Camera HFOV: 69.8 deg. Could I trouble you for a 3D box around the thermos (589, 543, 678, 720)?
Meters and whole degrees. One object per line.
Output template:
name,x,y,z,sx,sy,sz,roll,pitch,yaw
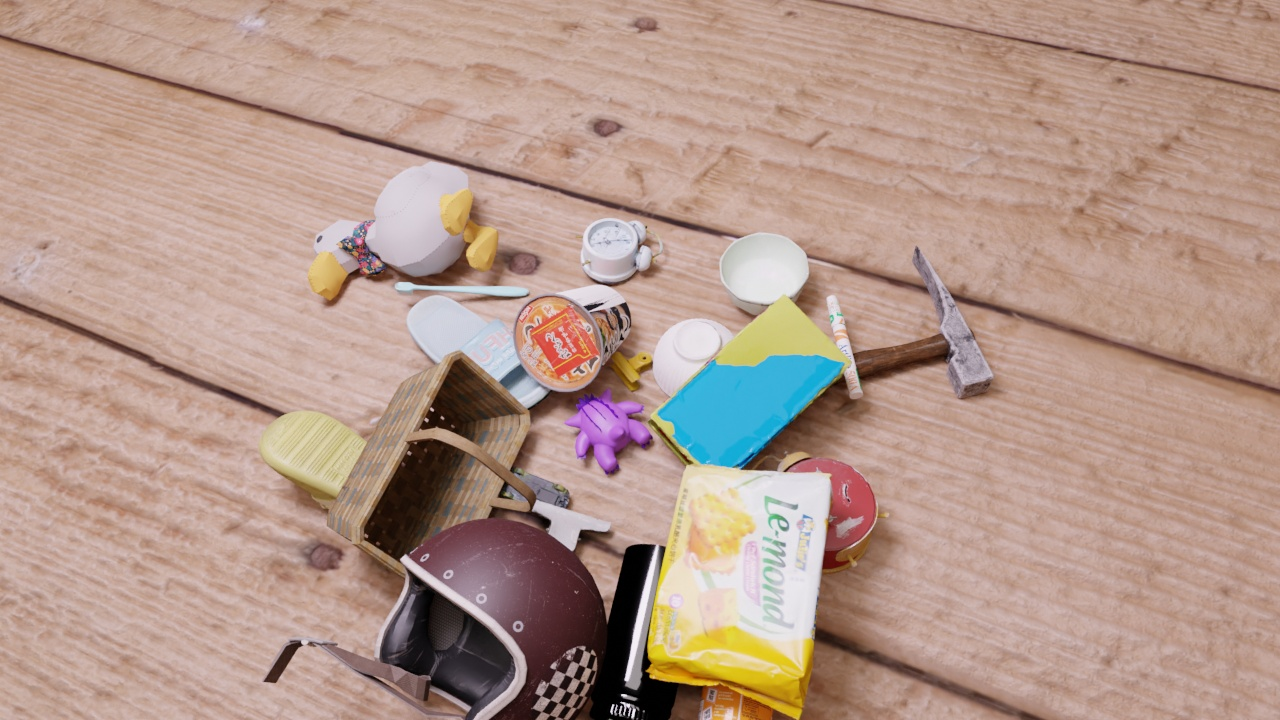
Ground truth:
thermos,0.003,0.301,0.958,0.086,0.086,0.198,9,59,11

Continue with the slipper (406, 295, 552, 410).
slipper,-0.216,-0.014,1.188,0.245,0.074,0.103,35,68,25

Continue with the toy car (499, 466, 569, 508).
toy car,-0.128,0.158,1.096,0.090,0.027,0.038,20,67,11

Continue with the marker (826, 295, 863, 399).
marker,0.251,-0.019,1.136,0.017,0.017,0.145,-7,58,1

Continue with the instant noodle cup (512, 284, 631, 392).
instant noodle cup,-0.075,-0.039,1.149,0.124,0.124,0.121,21,26,18

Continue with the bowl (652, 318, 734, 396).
bowl,0.073,-0.009,1.162,0.118,0.062,0.118,-3,58,4

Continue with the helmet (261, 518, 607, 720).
helmet,-0.162,0.279,0.905,0.234,0.234,0.253,17,71,46

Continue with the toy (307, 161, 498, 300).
toy,-0.329,-0.186,1.277,0.268,0.141,0.246,4,55,28

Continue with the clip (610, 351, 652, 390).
clip,-0.008,0.006,1.182,0.049,0.044,0.054,-44,59,7

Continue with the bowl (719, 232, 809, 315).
bowl,0.163,-0.106,1.215,0.117,0.061,0.117,-3,57,4

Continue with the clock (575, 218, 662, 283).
clock,-0.028,-0.154,1.269,0.117,0.057,0.083,-9,57,-9

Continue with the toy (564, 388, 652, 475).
toy,-0.042,0.079,1.121,0.106,0.056,0.088,-38,58,-16

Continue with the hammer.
hammer,0.264,-0.024,1.170,0.300,0.037,0.217,-14,57,-3

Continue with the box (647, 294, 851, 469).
box,0.126,0.041,1.080,0.221,0.082,0.124,-44,80,-6

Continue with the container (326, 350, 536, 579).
container,-0.214,0.124,1.027,0.187,0.157,0.249,-5,51,40

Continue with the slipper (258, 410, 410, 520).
slipper,-0.365,0.135,1.109,0.190,0.082,0.091,30,52,-6

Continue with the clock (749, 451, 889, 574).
clock,0.191,0.161,1.032,0.159,0.081,0.117,32,66,23

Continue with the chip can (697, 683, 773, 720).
chip can,0.109,0.296,0.957,0.075,0.075,0.214,7,59,10

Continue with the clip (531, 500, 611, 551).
clip,-0.088,0.197,1.052,0.101,0.046,0.056,18,67,-6

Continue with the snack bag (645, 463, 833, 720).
snack bag,0.103,0.219,0.921,0.160,0.068,0.246,5,59,17

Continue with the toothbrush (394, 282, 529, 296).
toothbrush,-0.243,-0.096,1.257,0.180,0.017,0.016,1,57,-9
